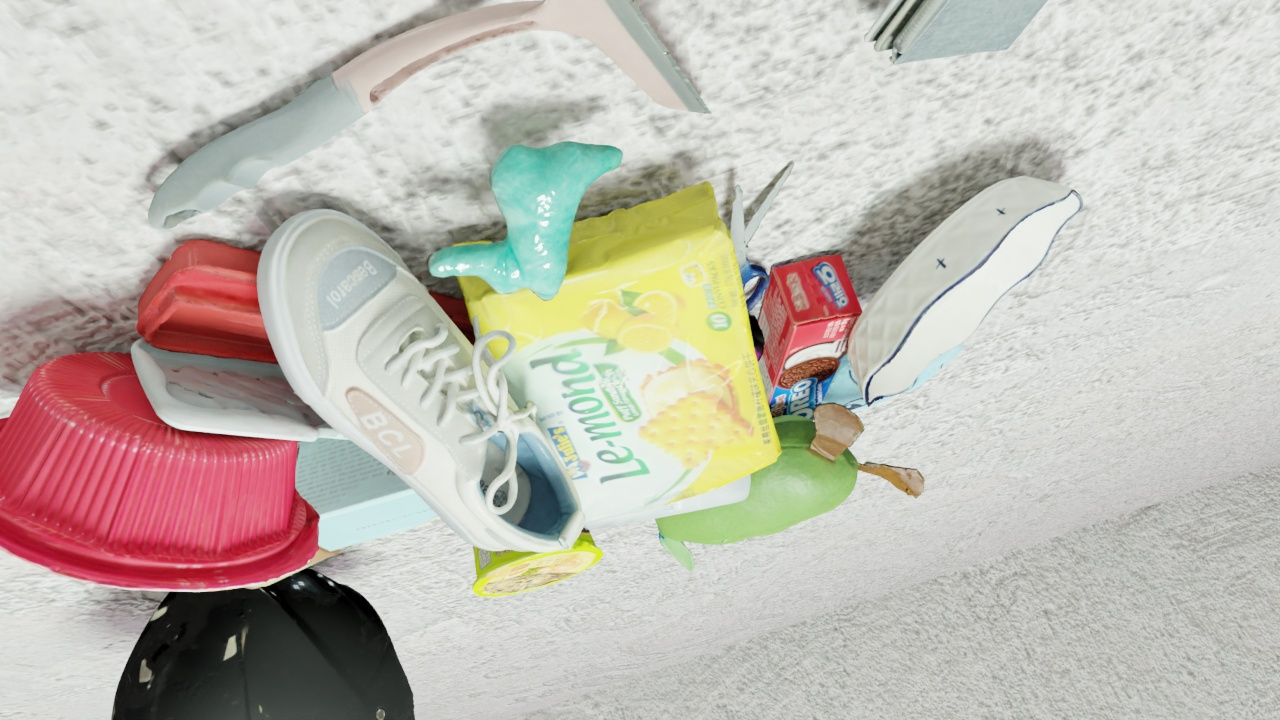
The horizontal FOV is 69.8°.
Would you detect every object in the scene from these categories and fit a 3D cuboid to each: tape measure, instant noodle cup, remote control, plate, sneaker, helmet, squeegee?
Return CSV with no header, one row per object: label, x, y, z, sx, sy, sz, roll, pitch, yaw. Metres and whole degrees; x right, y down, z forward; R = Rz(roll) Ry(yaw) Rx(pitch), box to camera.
tape measure,0.066,-0.014,0.721,0.057,0.039,0.058,-7,148,-22
instant noodle cup,-0.103,0.125,0.788,0.111,0.123,0.112,-16,156,-7
remote control,0.018,0.101,0.712,0.136,0.020,0.056,-11,142,-2
plate,0.230,-0.053,0.674,0.204,0.045,0.205,-35,159,-16
sneaker,-0.109,0.024,0.499,0.091,0.089,0.242,5,136,44
helmet,-0.364,0.319,0.847,0.234,0.273,0.230,-10,136,38
squeegee,-0.115,-0.114,0.396,0.250,0.040,0.247,-19,173,14
instant noodle cup,-0.264,0.049,0.505,0.193,0.194,0.066,14,103,-49

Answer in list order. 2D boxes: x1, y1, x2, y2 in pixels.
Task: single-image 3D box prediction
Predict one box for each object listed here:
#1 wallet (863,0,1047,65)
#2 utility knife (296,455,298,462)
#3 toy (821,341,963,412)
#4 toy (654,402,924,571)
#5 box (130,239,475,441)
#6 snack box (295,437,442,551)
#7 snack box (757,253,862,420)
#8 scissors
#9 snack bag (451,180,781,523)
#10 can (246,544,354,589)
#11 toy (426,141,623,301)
wallet,0.171,-0.198,0.423,0.106,0.037,0.130,-17,158,-28
utility knife,-0.258,0.077,0.714,0.187,0.013,0.029,-32,148,24
toy,0.230,0.010,0.868,0.162,0.049,0.156,-40,150,29
toy,0.107,0.106,0.802,0.247,0.089,0.227,-23,143,29
box,-0.179,0.010,0.535,0.095,0.098,0.201,-35,151,33
snack box,-0.162,0.074,0.648,0.175,0.074,0.051,-17,141,17
snack box,0.126,-0.007,0.754,0.057,0.058,0.208,-12,154,-7
scissors,0.064,-0.064,0.628,0.163,0.012,0.163,-47,156,22
snack bag,-0.003,0.003,0.593,0.158,0.068,0.247,-16,132,3
can,-0.293,0.149,0.782,0.116,0.058,0.058,-26,154,16
toy,-0.059,-0.067,0.465,0.096,0.030,0.092,-6,130,-22
